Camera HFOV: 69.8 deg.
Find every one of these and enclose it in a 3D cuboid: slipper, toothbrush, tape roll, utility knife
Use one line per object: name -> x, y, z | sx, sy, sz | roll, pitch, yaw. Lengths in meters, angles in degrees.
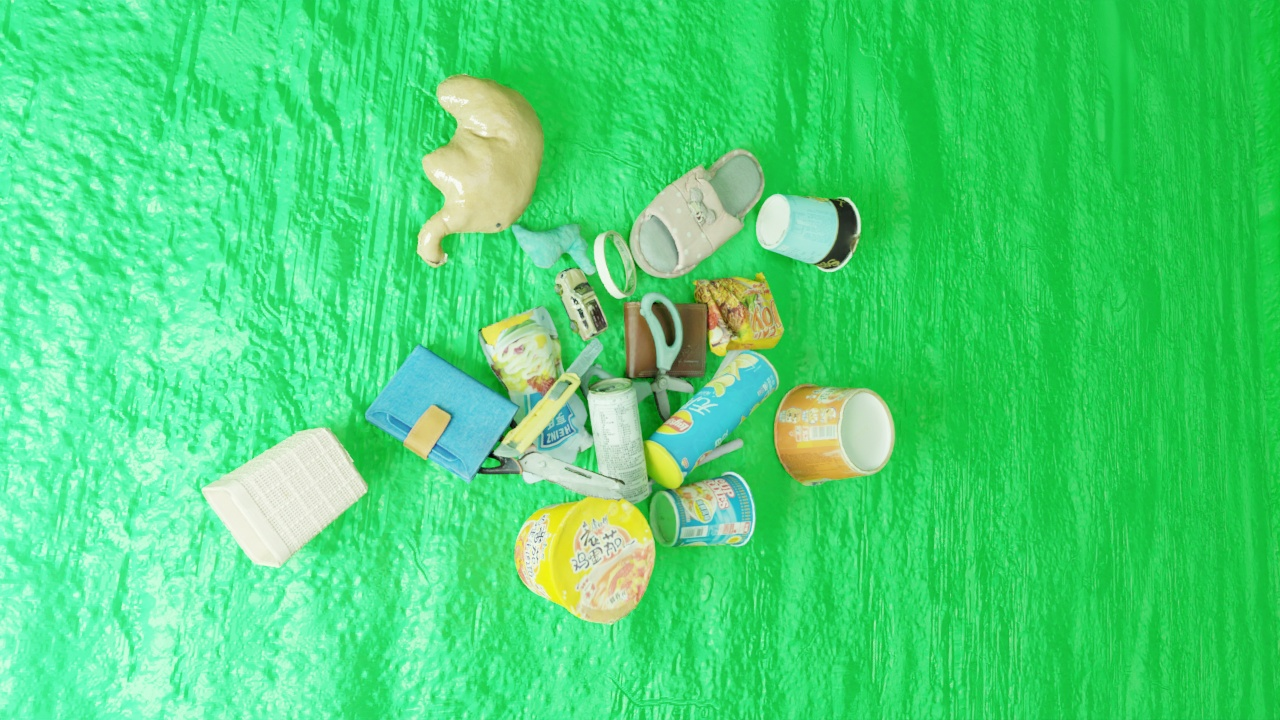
slipper -> 0.089, -0.205, 1.244 | 0.273, 0.055, 0.114 | -41, 109, -33
toothbrush -> 0.070, 0.138, 1.212 | 0.188, 0.029, 0.021 | -20, 59, -37
tape roll -> -0.031, -0.120, 1.148 | 0.086, 0.014, 0.085 | 42, 41, -51
utility knife -> -0.097, 0.041, 1.045 | 0.031, 0.022, 0.218 | 27, 41, 11

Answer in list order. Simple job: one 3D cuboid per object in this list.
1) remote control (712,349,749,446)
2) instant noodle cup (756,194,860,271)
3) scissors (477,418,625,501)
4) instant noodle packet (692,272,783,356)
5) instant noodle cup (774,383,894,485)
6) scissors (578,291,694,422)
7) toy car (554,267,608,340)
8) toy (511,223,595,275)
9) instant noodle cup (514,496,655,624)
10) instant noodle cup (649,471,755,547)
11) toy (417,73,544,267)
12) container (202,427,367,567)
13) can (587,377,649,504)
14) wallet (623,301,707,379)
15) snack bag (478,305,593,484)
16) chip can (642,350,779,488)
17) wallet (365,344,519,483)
remote control -> 0.118, 0.046, 1.256 | 0.058, 0.021, 0.149 | 45, 60, -23
instant noodle cup -> 0.237, -0.192, 1.326 | 0.120, 0.111, 0.111 | 7, 80, -30
scissors -> -0.119, 0.098, 1.010 | 0.206, 0.015, 0.192 | -14, 63, -17
instant noodle packet -> 0.138, -0.066, 1.263 | 0.128, 0.044, 0.110 | -9, 79, -38
instant noodle cup -> 0.282, 0.104, 1.314 | 0.151, 0.112, 0.151 | 5, 81, -36
scissors -> -0.007, 0.007, 1.143 | 0.179, 0.019, 0.170 | -17, 106, -30
toy car -> -0.071, -0.071, 1.124 | 0.042, 0.035, 0.090 | -30, 99, -37
toy -> -0.098, -0.137, 1.108 | 0.091, 0.030, 0.096 | -28, 78, -39
instant noodle cup -> -0.071, 0.220, 1.042 | 0.137, 0.110, 0.138 | 6, 81, -36
instant noodle cup -> 0.075, 0.196, 1.167 | 0.109, 0.099, 0.099 | -3, 86, -29
toy -> -0.180, -0.208, 1.037 | 0.143, 0.083, 0.225 | 16, 78, -29
container -> -0.334, 0.125, 0.875 | 0.110, 0.090, 0.090 | -40, 108, -35
can -> -0.026, 0.098, 1.102 | 0.058, 0.058, 0.147 | -20, 110, -36
wallet -> 0.032, -0.025, 1.195 | 0.124, 0.032, 0.101 | 0, 89, -33
snack bag -> -0.120, 0.038, 1.074 | 0.110, 0.039, 0.191 | -28, 102, -47
chip can -> 0.090, 0.072, 1.176 | 0.209, 0.071, 0.071 | -40, 108, -30
wallet -> -0.210, 0.056, 0.978 | 0.133, 0.040, 0.106 | 32, 63, -1
